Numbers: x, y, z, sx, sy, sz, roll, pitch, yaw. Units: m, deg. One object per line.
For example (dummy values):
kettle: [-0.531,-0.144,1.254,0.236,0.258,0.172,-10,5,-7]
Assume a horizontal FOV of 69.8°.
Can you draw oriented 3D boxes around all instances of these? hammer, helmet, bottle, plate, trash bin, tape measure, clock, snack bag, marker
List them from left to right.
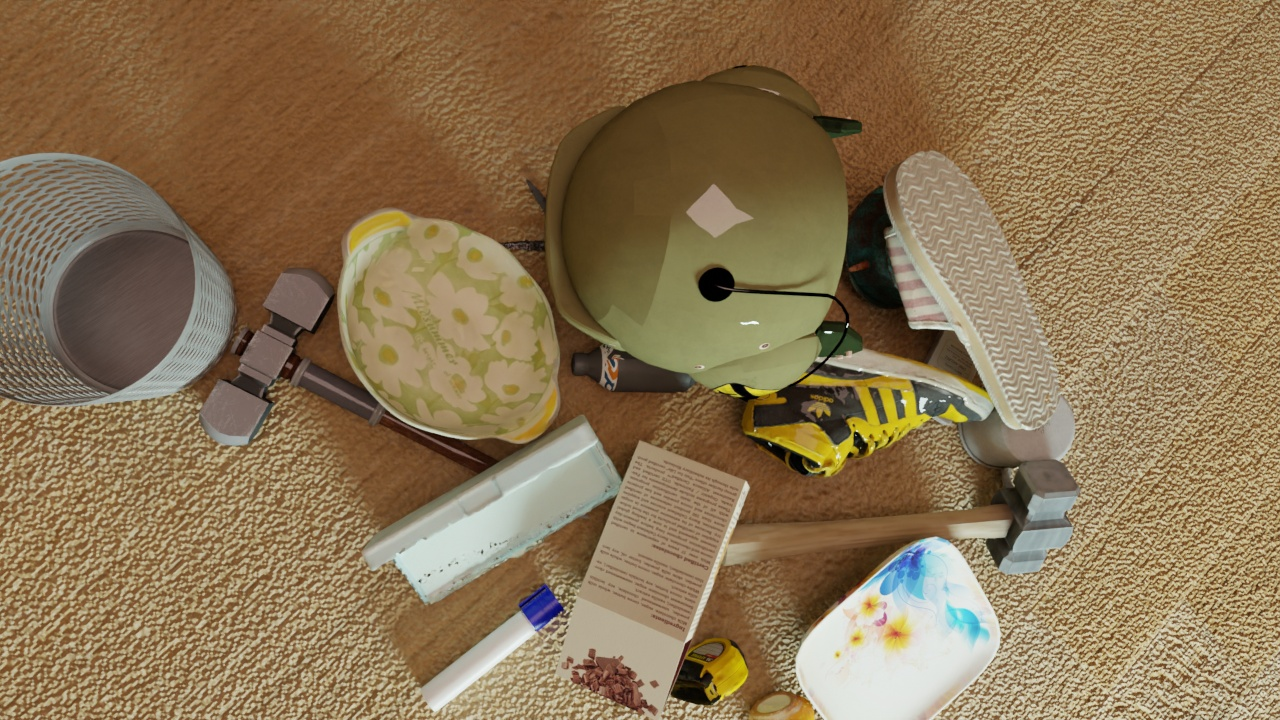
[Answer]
trash bin: [-0.378,-0.045,0.650,0.156,0.183,0.156,1,87,-13]
hammer: [-0.184,0.060,0.767,0.322,0.043,0.156,29,81,-13]
marker: [-0.126,0.243,0.777,0.133,0.023,0.027,-36,74,-13]
bottle: [-0.005,0.005,0.807,0.112,0.047,0.047,1,86,-13]
snack bag: [0.010,0.184,0.771,0.094,0.070,0.206,20,82,13]
helmet: [0.043,-0.097,0.704,0.232,0.256,0.250,2,86,-18]
tape measure: [0.062,0.272,0.798,0.064,0.066,0.037,-28,95,-36]
bottle: [0.137,0.352,0.812,0.063,0.063,0.109,-22,92,-14]
hammer: [0.232,0.155,0.838,0.322,0.051,0.117,-4,132,-6]
plate: [0.234,0.260,0.833,0.187,0.016,0.187,-38,116,-6]
clock: [0.265,-0.101,0.865,0.157,0.073,0.121,22,87,-27]

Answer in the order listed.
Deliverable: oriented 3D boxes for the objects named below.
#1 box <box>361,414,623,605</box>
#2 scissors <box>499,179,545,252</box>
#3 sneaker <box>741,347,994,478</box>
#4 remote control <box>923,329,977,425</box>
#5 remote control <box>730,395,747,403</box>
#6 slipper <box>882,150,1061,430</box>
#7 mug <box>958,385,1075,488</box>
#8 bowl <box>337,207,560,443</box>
box: [-0.112,0.122,0.737,0.197,0.078,0.122,-30,128,-3]
scissors: [-0.044,-0.091,0.820,0.170,0.013,0.157,-12,89,-14]
sneaker: [0.202,0.054,0.827,0.238,0.086,0.122,16,88,-10]
remote control: [0.310,-0.007,0.900,0.050,0.011,0.135,31,81,-10]
remote control: [0.119,-0.031,0.857,0.045,0.008,0.146,24,82,-11]
slipper: [0.283,-0.056,0.803,0.114,0.052,0.263,-35,99,-30]
mug: [0.363,0.076,0.879,0.084,0.070,0.113,-12,88,-14]
bowl: [-0.161,-0.018,0.741,0.219,0.060,0.187,51,46,-7]
